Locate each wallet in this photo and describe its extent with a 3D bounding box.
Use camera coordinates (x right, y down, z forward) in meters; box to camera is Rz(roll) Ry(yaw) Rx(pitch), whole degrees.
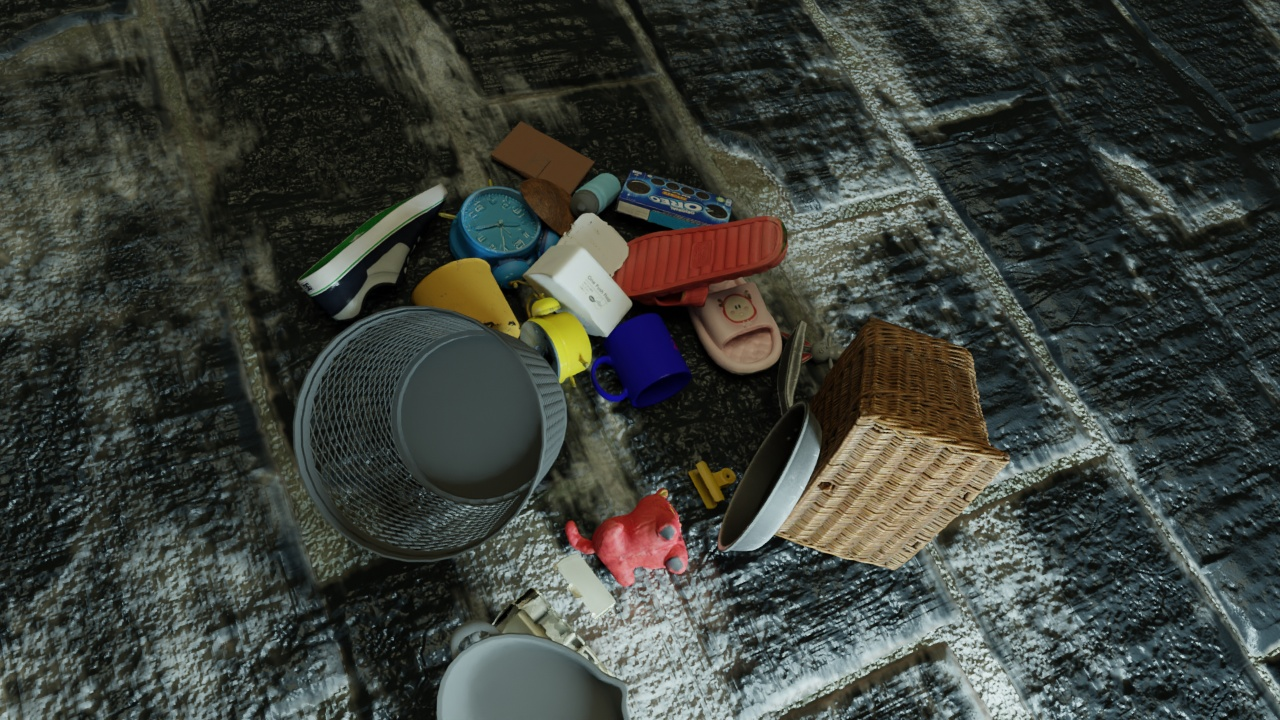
[{"bbox_3d":[-0.133,-0.275,1.256,0.121,0.013,0.087,29,54,3],"label":"wallet"}]

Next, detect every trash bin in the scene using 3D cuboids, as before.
[{"bbox_3d":[-0.181,0.062,0.890,0.218,0.227,0.217,0,91,4],"label":"trash bin"}]

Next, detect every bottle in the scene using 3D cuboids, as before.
[{"bbox_3d":[-0.059,-0.212,1.189,0.040,0.040,0.129,28,25,2],"label":"bottle"}]

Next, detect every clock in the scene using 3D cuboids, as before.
[{"bbox_3d":[-0.165,-0.150,1.150,0.161,0.060,0.116,41,59,7],"label":"clock"},{"bbox_3d":[-0.107,-0.026,1.083,0.057,0.084,0.118,-24,72,-31],"label":"clock"}]

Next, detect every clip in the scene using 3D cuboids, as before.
[{"bbox_3d":[0.088,0.141,1.072,0.049,0.044,0.054,-28,68,0],"label":"clip"}]

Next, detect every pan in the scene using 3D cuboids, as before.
[{"bbox_3d":[-0.061,0.387,0.847,0.354,0.217,0.024,57,21,-1],"label":"pan"},{"bbox_3d":[0.164,0.074,1.057,0.055,0.188,0.355,30,45,-1],"label":"pan"}]

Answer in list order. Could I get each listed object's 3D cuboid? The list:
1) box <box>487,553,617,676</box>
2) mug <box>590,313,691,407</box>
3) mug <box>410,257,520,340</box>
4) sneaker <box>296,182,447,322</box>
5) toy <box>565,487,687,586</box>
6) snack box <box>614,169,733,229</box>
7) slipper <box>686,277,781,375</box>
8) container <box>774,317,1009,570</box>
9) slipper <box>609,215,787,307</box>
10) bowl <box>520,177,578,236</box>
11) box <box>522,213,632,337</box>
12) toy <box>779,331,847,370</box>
[{"bbox_3d":[-0.053,0.264,0.879,0.143,0.187,0.070,46,48,8],"label":"box"},{"bbox_3d":[-0.006,0.006,1.096,0.111,0.079,0.083,-23,69,-13],"label":"mug"},{"bbox_3d":[-0.193,-0.052,1.072,0.123,0.101,0.094,-7,62,-51],"label":"mug"},{"bbox_3d":[-0.303,-0.131,1.104,0.079,0.084,0.234,56,47,-22],"label":"sneaker"},{"bbox_3d":[-0.014,0.190,1.010,0.133,0.088,0.093,-2,27,6],"label":"toy"},{"bbox_3d":[0.047,-0.209,1.239,0.150,0.027,0.082,16,40,1],"label":"snack box"},{"bbox_3d":[0.111,-0.078,1.184,0.106,0.056,0.221,-15,63,-23],"label":"slipper"},{"bbox_3d":[0.271,0.089,1.035,0.162,0.251,0.182,17,49,-5],"label":"container"},{"bbox_3d":[0.071,-0.115,1.136,0.249,0.059,0.103,-7,56,29],"label":"slipper"},{"bbox_3d":[-0.105,-0.201,1.174,0.102,0.026,0.114,44,20,-9],"label":"bowl"},{"bbox_3d":[-0.054,-0.113,1.111,0.136,0.121,0.109,-48,115,-16],"label":"box"},{"bbox_3d":[0.234,-0.011,1.194,0.111,0.030,0.049,6,64,-7],"label":"toy"}]
